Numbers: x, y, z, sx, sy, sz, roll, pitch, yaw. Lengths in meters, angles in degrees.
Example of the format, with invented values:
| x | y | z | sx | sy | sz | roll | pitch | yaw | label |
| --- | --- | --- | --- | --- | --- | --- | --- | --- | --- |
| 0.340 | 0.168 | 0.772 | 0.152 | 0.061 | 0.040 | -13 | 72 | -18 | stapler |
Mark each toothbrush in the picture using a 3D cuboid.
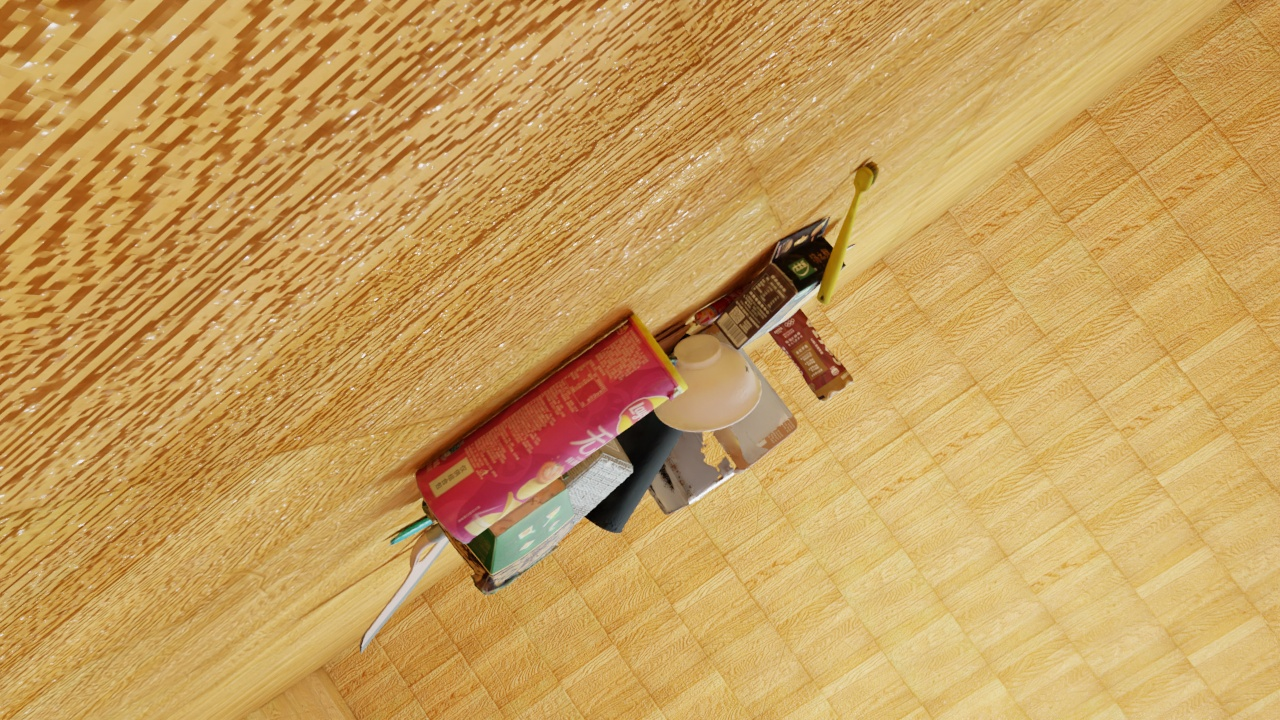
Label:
| x | y | z | sx | sy | sz | roll | pitch | yaw | label |
| --- | --- | --- | --- | --- | --- | --- | --- | --- | --- |
| 0.193 | -0.115 | 0.865 | 0.016 | 0.016 | 0.190 | -42 | 157 | -25 | toothbrush |

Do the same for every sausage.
| x | y | z | sx | sy | sz | roll | pitch | yaw | label |
| --- | --- | --- | --- | --- | --- | --- | --- | --- | --- |
| 0.103 | -0.067 | 1.006 | 0.155 | 0.020 | 0.020 | -30 | 172 | -46 | sausage |

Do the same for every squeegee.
| x | y | z | sx | sy | sz | roll | pitch | yaw | label |
| --- | --- | --- | --- | --- | --- | --- | --- | --- | --- |
| -0.271 | 0.238 | 1.215 | 0.250 | 0.040 | 0.246 | -48 | -176 | 41 | squeegee |

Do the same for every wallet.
| x | y | z | sx | sy | sz | roll | pitch | yaw | label |
| --- | --- | --- | --- | --- | --- | --- | --- | --- | --- |
| -0.006 | 0.006 | 0.968 | 0.101 | 0.020 | 0.116 | -31 | 170 | -32 | wallet |

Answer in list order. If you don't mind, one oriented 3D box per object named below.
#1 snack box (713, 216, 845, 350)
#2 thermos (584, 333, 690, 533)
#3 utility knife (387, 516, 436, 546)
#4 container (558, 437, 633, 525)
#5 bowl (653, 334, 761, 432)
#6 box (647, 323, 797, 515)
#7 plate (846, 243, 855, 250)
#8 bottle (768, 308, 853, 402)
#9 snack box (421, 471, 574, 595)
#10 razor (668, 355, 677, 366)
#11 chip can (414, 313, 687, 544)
| x | y | z | sx | sy | sz | roll | pitch | yaw | label |
| --- | --- | --- | --- | --- | --- | --- | --- | --- | --- |
| 0.150 | -0.080 | 0.958 | 0.113 | 0.053 | 0.126 | -30 | 168 | -46 | snack box |
| 0.009 | 0.082 | 1.088 | 0.242 | 0.068 | 0.090 | -58 | -157 | 5 | thermos |
| -0.242 | 0.185 | 1.069 | 0.029 | 0.013 | 0.156 | -40 | 173 | 27 | utility knife |
| -0.081 | 0.114 | 0.967 | 0.114 | 0.090 | 0.090 | -40 | 149 | 12 | container |
| 0.064 | 0.013 | 0.963 | 0.118 | 0.118 | 0.065 | -34 | 130 | -22 | bowl |
| 0.079 | 0.070 | 1.204 | 0.192 | 0.183 | 0.157 | -30 | 174 | -21 | box |
| 0.177 | -0.095 | 1.132 | 0.163 | 0.034 | 0.164 | -35 | 174 | -10 | plate |
| 0.229 | -0.025 | 1.307 | 0.057 | 0.175 | 0.057 | -36 | 174 | -5 | bottle |
| -0.129 | 0.128 | 0.848 | 0.117 | 0.118 | 0.106 | -34 | 162 | -24 | snack box |
| 0.002 | 0.015 | 0.930 | 0.042 | 0.022 | 0.143 | -6 | 164 | -11 | razor |
| -0.069 | 0.053 | 0.708 | 0.210 | 0.071 | 0.071 | -35 | 174 | 2 | chip can |
